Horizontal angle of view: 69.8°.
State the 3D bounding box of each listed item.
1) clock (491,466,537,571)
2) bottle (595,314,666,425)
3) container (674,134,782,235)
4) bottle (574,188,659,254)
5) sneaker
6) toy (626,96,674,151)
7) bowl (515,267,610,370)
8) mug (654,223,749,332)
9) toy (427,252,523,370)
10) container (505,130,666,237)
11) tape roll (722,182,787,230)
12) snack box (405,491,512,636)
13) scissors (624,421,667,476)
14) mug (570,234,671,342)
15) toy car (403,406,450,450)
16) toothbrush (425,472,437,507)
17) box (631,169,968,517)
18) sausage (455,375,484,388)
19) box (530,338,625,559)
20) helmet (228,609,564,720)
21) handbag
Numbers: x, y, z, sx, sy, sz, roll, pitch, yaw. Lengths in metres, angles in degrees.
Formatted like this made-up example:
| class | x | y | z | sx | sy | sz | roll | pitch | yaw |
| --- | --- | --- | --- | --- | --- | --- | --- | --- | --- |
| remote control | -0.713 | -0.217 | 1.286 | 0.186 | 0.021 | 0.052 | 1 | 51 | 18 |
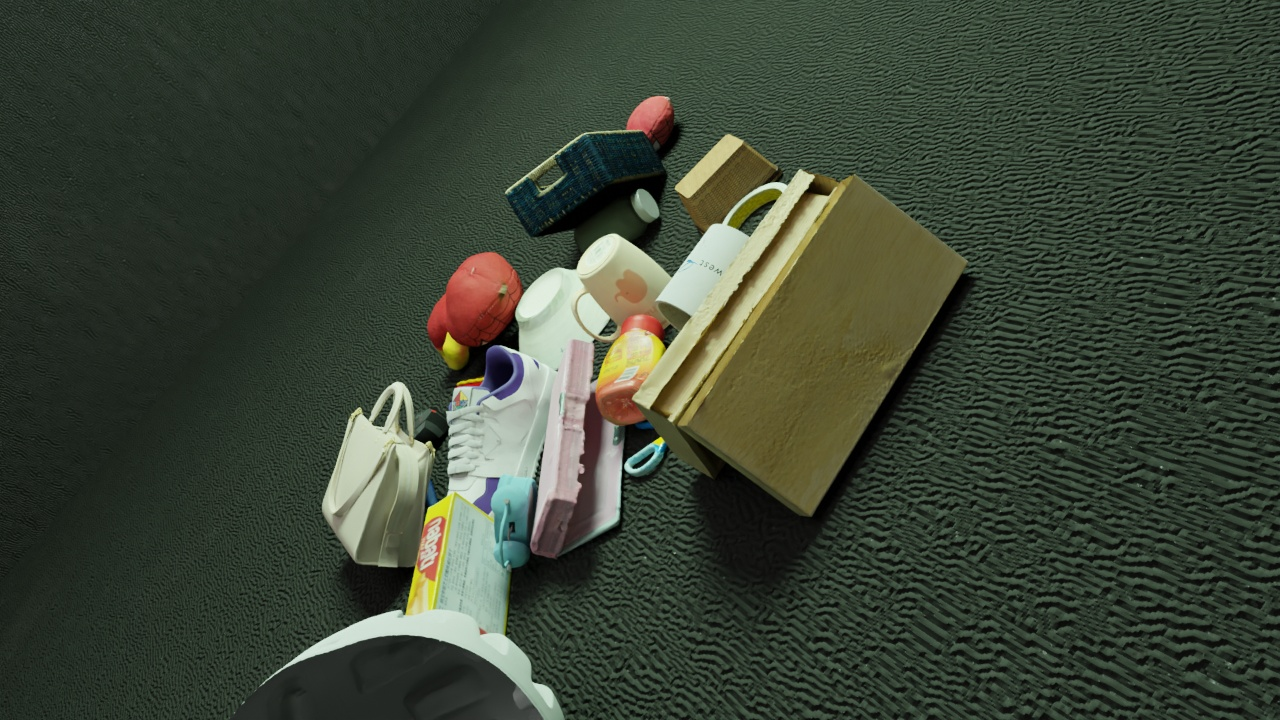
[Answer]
| class | x | y | z | sx | sy | sz | roll | pitch | yaw |
| --- | --- | --- | --- | --- | --- | --- | --- | --- | --- |
| clock | -0.128 | 0.157 | 0.899 | 0.042 | 0.087 | 0.123 | 2 | 19 | 3 |
| bottle | -0.006 | 0.006 | 0.946 | 0.072 | 0.048 | 0.134 | -17 | 33 | 22 |
| container | 0.096 | -0.204 | 1.059 | 0.114 | 0.061 | 0.063 | -45 | 30 | 5 |
| bottle | -0.031 | -0.176 | 1.192 | 0.109 | 0.060 | 0.060 | -29 | 35 | 29 |
| sneaker | -0.173 | 0.087 | 1.018 | 0.092 | 0.111 | 0.243 | -11 | 46 | 46 |
| toy | 0.004 | -0.321 | 1.322 | 0.133 | 0.062 | 0.092 | -55 | 13 | 23 |
| bowl | -0.108 | -0.067 | 1.166 | 0.177 | 0.058 | 0.176 | -32 | 33 | 24 |
| mug | 0.089 | -0.064 | 0.902 | 0.120 | 0.083 | 0.096 | 30 | 78 | 31 |
| toy | -0.225 | -0.070 | 1.246 | 0.217 | 0.098 | 0.147 | -32 | 34 | 63 |
| container | -0.067 | -0.233 | 1.210 | 0.146 | 0.071 | 0.187 | -30 | 1 | 28 |
| tape roll | 0.129 | -0.153 | 1.001 | 0.094 | 0.019 | 0.093 | -33 | 33 | 25 |
| snack box | -0.171 | 0.228 | 0.872 | 0.042 | 0.092 | 0.200 | -33 | 33 | 23 |
| scissors | 0.030 | 0.072 | 0.873 | 0.131 | 0.018 | 0.108 | -6 | 53 | 51 |
| mug | -0.025 | -0.074 | 1.023 | 0.111 | 0.104 | 0.085 | -46 | 29 | 1 |
| toy car | -0.294 | 0.105 | 1.219 | 0.091 | 0.042 | 0.036 | -48 | 28 | 0 |
| toothbrush | -0.250 | 0.180 | 1.101 | 0.016 | 0.017 | 0.190 | -45 | 30 | 1 |
| box | 0.122 | -0.022 | 0.754 | 0.179 | 0.142 | 0.248 | 20 | 71 | 51 |
| sausage | -0.188 | 0.036 | 1.168 | 0.156 | 0.040 | 0.040 | -12 | 46 | 45 |
| box | -0.056 | 0.089 | 0.944 | 0.232 | 0.080 | 0.099 | -89 | 14 | -49 |
| helmet | -0.174 | 0.293 | 0.676 | 0.283 | 0.224 | 0.183 | -37 | 8 | 32 |
| handbag | -0.309 | 0.125 | 1.109 | 0.195 | 0.101 | 0.198 | 19 | 96 | 58 |
